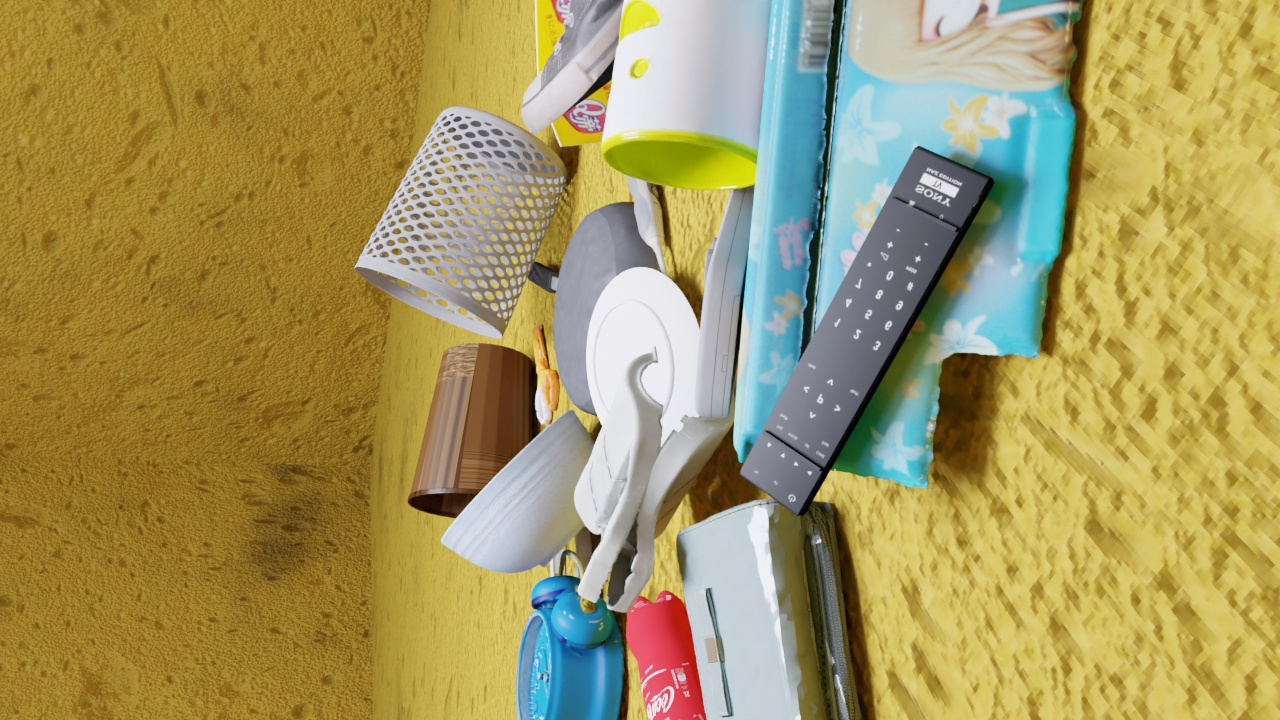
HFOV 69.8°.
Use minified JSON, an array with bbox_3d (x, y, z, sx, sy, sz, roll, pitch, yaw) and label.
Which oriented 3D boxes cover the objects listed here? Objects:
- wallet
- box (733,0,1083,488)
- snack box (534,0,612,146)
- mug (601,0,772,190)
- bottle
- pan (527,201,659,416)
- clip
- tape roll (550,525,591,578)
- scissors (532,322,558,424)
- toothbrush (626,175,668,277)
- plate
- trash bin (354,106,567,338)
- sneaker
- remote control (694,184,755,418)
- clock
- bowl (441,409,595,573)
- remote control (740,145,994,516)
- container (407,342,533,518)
[{"bbox_3d":[0.060,0.137,0.442,0.101,0.054,0.131,128,137,-60],"label":"wallet"},{"bbox_3d":[0.085,-0.067,0.375,0.172,0.084,0.227,-169,83,-70],"label":"box"},{"bbox_3d":[-0.046,-0.242,0.745,0.083,0.061,0.105,64,-159,-69],"label":"snack box"},{"bbox_3d":[0.028,-0.146,0.452,0.083,0.082,0.106,175,103,-70],"label":"mug"},{"bbox_3d":[0.024,0.198,0.534,0.141,0.042,0.042,-112,32,-50],"label":"bottle"},{"bbox_3d":[-0.064,-0.060,0.826,0.357,0.041,0.179,-146,62,-67],"label":"pan"},{"bbox_3d":[-0.008,0.064,0.524,0.151,0.104,0.127,-44,-17,-41],"label":"clip"},{"bbox_3d":[-0.063,0.176,0.818,0.093,0.013,0.093,-177,90,-70],"label":"tape roll"},{"bbox_3d":[-0.104,0.010,0.970,0.128,0.013,0.065,-106,28,-42],"label":"scissors"},{"bbox_3d":[0.006,-0.110,0.673,0.022,0.024,0.185,54,-159,-53],"label":"toothbrush"},{"bbox_3d":[-0.004,0.003,0.631,0.135,0.011,0.134,8,100,53],"label":"plate"},{"bbox_3d":[-0.172,-0.138,0.918,0.183,0.156,0.157,-66,18,-9],"label":"trash bin"},{"bbox_3d":[-0.032,-0.256,0.576,0.235,0.120,0.095,-49,3,40],"label":"sneaker"},{"bbox_3d":[0.043,-0.033,0.457,0.150,0.019,0.074,-69,-16,-61],"label":"remote control"},{"bbox_3d":[-0.056,0.230,0.720,0.117,0.060,0.161,178,98,-71],"label":"clock"},{"bbox_3d":[-0.082,0.119,0.747,0.075,0.150,0.151,44,148,4],"label":"bowl"},{"bbox_3d":[0.080,-0.008,0.338,0.030,0.009,0.140,35,108,28],"label":"remote control"},{"bbox_3d":[-0.173,0.077,0.993,0.132,0.132,0.167,136,140,-62],"label":"container"}]
